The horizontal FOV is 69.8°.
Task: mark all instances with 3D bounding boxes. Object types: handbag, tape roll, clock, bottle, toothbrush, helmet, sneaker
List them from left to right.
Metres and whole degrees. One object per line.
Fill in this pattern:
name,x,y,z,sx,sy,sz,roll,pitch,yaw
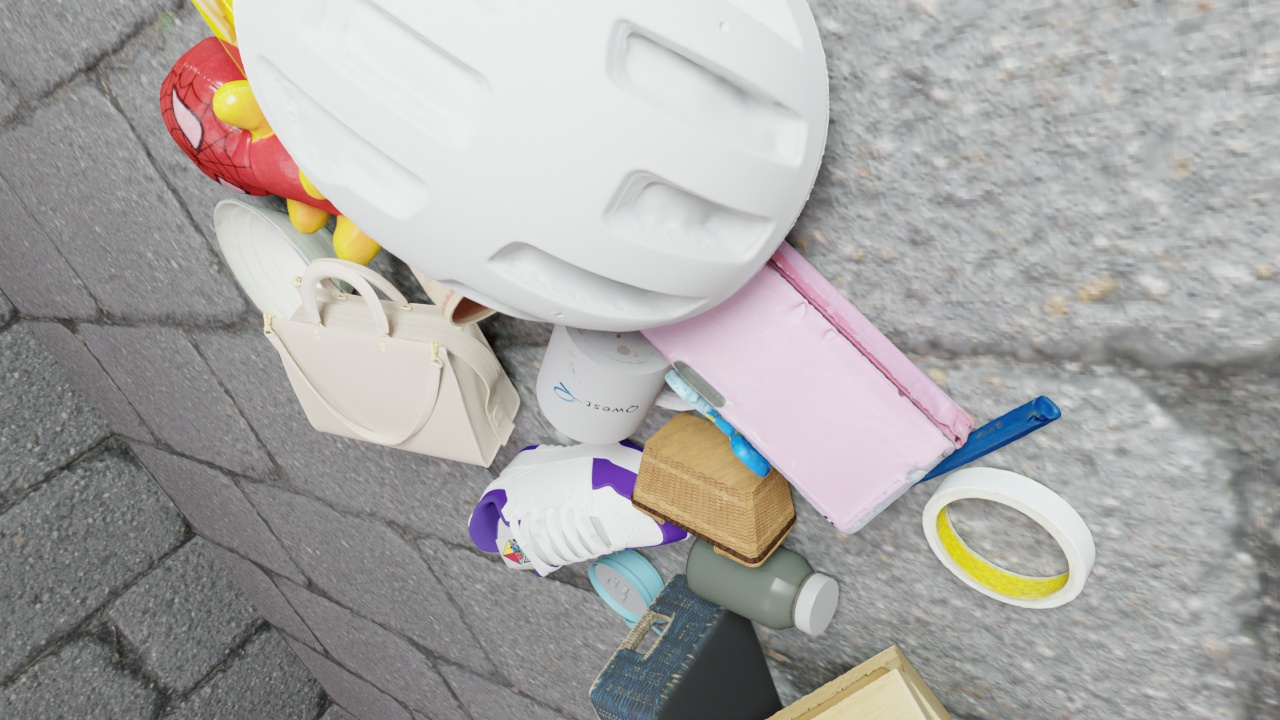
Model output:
handbag,-0.212,-0.010,0.758,0.195,0.101,0.198,9,142,18
helmet,-0.053,-0.131,0.433,0.282,0.183,0.225,37,122,-5
sneaker,-0.062,0.133,0.778,0.245,0.110,0.092,-4,122,49
clock,-0.001,0.228,0.872,0.123,0.041,0.088,48,146,0
bottle,0.091,0.167,0.694,0.108,0.060,0.060,15,136,38
toothbrush,0.172,0.066,0.540,0.016,0.017,0.190,44,146,2
tape roll,0.213,0.104,0.535,0.094,0.019,0.094,29,143,24

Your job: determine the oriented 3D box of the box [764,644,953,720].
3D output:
box,0.117,0.330,0.664,0.142,0.249,0.179,56,-169,10

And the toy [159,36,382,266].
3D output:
toy,-0.282,-0.169,0.713,0.216,0.098,0.148,32,146,18

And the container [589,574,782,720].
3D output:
container,0.049,0.305,0.807,0.071,0.144,0.187,7,130,39

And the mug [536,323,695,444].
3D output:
mug,-0.004,0.004,0.621,0.119,0.082,0.097,17,145,-7

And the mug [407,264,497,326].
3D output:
mug,-0.128,-0.087,0.660,0.104,0.085,0.111,51,176,9

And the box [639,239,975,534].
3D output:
box,0.067,-0.009,0.521,0.232,0.080,0.099,45,147,2

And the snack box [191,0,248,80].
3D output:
snack box,-0.225,-0.223,0.600,0.042,0.091,0.201,-9,118,51

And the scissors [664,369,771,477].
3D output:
scissors,0.049,0.036,0.583,0.109,0.018,0.131,47,-174,-2

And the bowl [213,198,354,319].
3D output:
bowl,-0.324,-0.088,0.878,0.177,0.057,0.177,29,143,24

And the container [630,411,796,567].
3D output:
container,0.052,0.087,0.657,0.114,0.063,0.061,23,132,31
